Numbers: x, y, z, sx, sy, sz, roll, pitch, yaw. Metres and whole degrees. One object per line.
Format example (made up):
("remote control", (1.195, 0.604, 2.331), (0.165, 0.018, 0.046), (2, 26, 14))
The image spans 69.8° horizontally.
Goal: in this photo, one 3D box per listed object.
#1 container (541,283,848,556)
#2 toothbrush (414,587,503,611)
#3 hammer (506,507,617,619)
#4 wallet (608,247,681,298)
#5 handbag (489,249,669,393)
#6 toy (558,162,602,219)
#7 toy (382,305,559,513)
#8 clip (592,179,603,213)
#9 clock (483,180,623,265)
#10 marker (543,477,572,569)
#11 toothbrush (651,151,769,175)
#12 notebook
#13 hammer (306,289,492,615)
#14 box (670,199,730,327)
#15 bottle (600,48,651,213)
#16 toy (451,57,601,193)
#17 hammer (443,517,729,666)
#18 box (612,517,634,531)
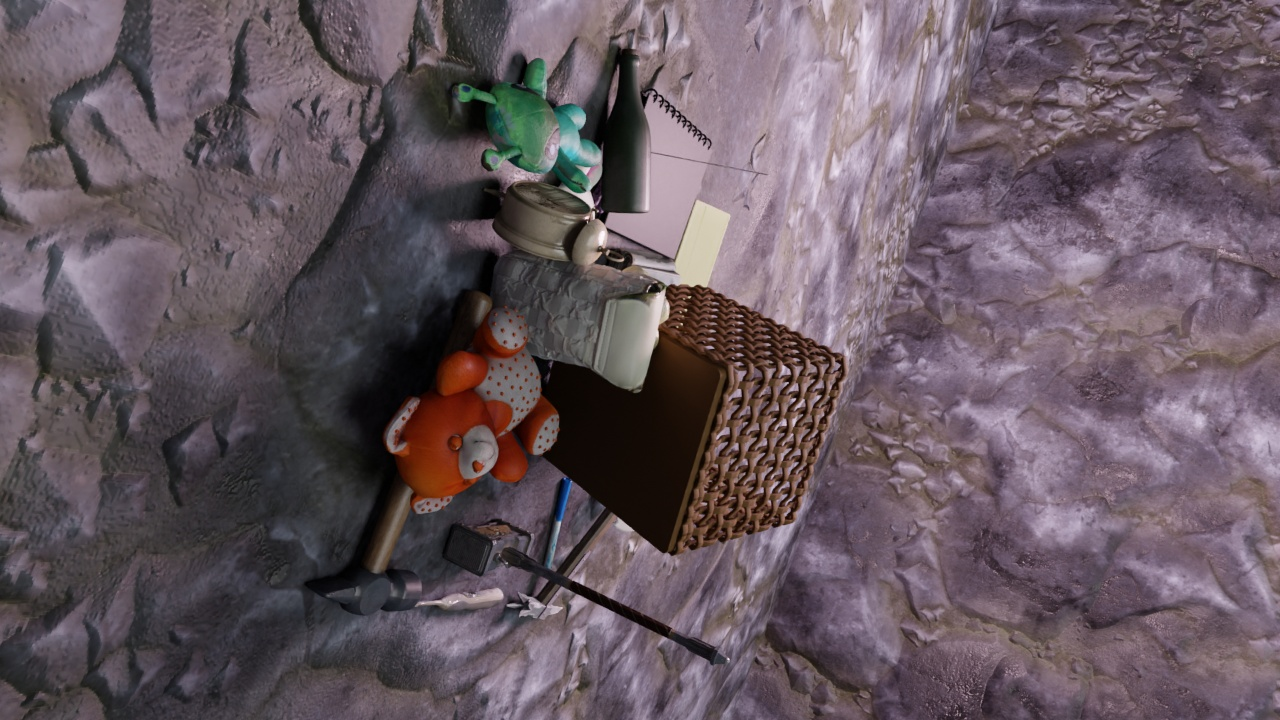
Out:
("container", (0.051, 0.053, 1.065), (0.213, 0.252, 0.220), (-4, 116, -44))
("toothbrush", (-0.209, 0.273, 1.040), (0.185, 0.022, 0.024), (29, 79, -66))
("hammer", (-0.048, 0.221, 1.256), (0.316, 0.028, 0.147), (-52, 156, -5))
("wallet", (-0.004, -0.090, 1.172), (0.131, 0.054, 0.100), (-4, 111, -60))
("handbag", (-0.062, -0.051, 0.916), (0.123, 0.171, 0.113), (-45, 149, -66))
("toy", (-0.070, -0.164, 0.969), (0.076, 0.037, 0.125), (28, 75, -72))
("toy", (-0.149, 0.053, 0.827), (0.172, 0.093, 0.164), (-47, 141, -34))
("clip", (-0.042, -0.190, 1.048), (0.050, 0.014, 0.045), (-55, 153, -27))
("clock", (-0.073, -0.128, 0.862), (0.092, 0.141, 0.055), (-26, 141, -59))
("marker", (-0.112, 0.223, 1.228), (0.013, 0.013, 0.142), (-18, 125, -62))
("toothbrush", (0.056, -0.227, 1.018), (0.010, 0.182, 0.010), (-24, 127, -67))
("notebook", (0.025, -0.228, 1.159), (0.231, 0.019, 0.169), (9, 101, -67))
("hammer", (-0.210, 0.084, 0.868), (0.129, 0.040, 0.321), (29, 81, -63))
("box", (0.080, -0.127, 1.321), (0.188, 0.061, 0.133), (-71, 159, 0))
("bottle", (-0.014, -0.250, 1.005), (0.055, 0.055, 0.174), (-21, 115, -61))
("toy", (-0.096, -0.209, 0.845), (0.193, 0.073, 0.130), (-21, 88, -65))
("hammer", (-0.053, 0.251, 0.980), (0.098, 0.322, 0.044), (14, 96, -67))
("box", (-0.002, 0.187, 1.349), (0.159, 0.092, 0.081), (-46, 139, -41))
